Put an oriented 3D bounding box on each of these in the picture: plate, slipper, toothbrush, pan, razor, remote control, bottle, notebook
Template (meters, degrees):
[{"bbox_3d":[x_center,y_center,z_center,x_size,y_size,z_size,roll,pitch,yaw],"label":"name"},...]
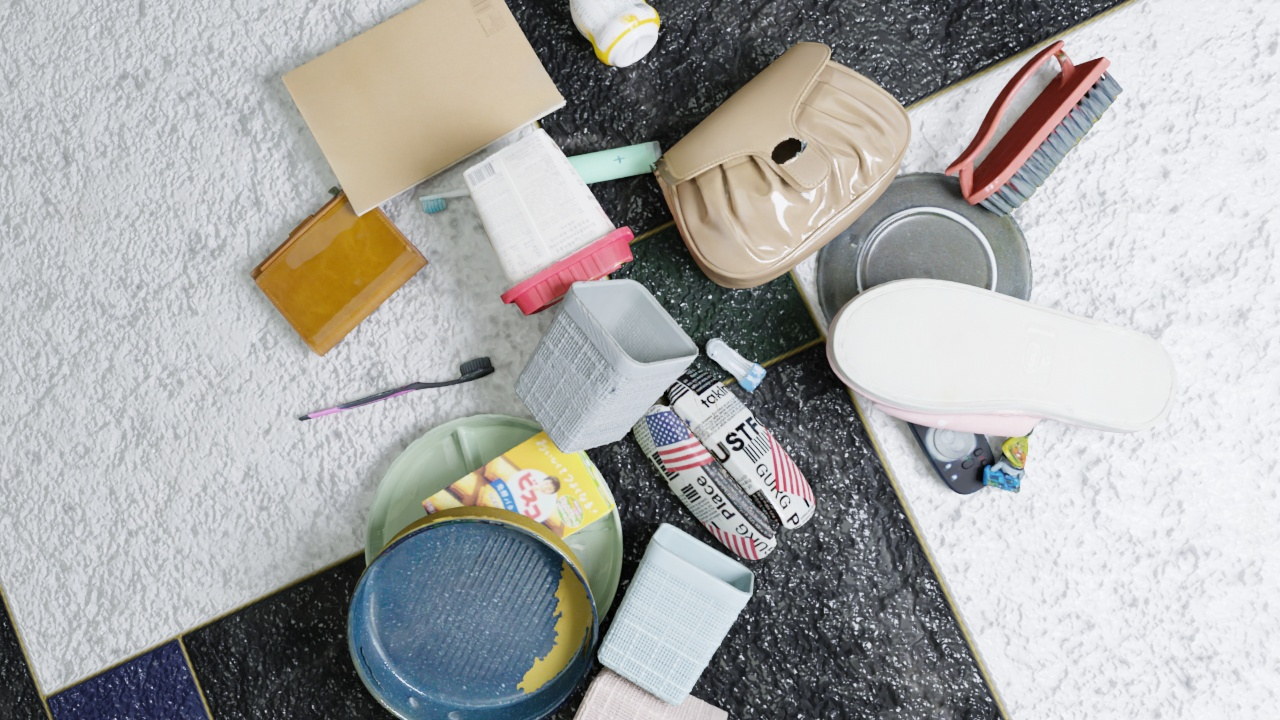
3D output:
[{"bbox_3d":[-0.128,0.161,0.804,0.230,0.027,0.230,0,87,7],"label":"plate"},{"bbox_3d":[0.280,0.002,0.724,0.274,0.054,0.114,8,81,-2],"label":"slipper"},{"bbox_3d":[-0.222,0.027,0.829,0.189,0.014,0.017,-15,76,7],"label":"toothbrush"},{"bbox_3d":[0.239,-0.072,0.771,0.179,0.024,0.179,0,88,7],"label":"plate"},{"bbox_3d":[-0.167,0.286,0.742,0.197,0.078,0.358,24,102,-9],"label":"pan"},{"bbox_3d":[-0.090,-0.162,0.814,0.224,0.026,0.027,-9,110,6],"label":"toothbrush"},{"bbox_3d":[0.316,0.037,0.754,0.042,0.022,0.142,18,83,-30],"label":"razor"},{"bbox_3d":[0.247,0.047,0.760,0.053,0.024,0.136,-30,95,-4],"label":"remote control"},{"bbox_3d":[-0.032,-0.311,0.795,0.063,0.063,0.108,-34,85,4],"label":"bottle"},{"bbox_3d":[-0.195,-0.243,0.823,0.211,0.012,0.149,-30,83,-4],"label":"notebook"}]

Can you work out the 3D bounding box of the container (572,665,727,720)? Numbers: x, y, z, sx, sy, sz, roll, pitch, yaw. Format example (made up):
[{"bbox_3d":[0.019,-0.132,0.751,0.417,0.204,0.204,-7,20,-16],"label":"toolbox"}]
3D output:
[{"bbox_3d":[0.001,0.312,0.753,0.111,0.090,0.090,26,91,10],"label":"container"}]

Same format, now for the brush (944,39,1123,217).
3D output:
[{"bbox_3d":[0.312,-0.187,0.745,0.069,0.063,0.146,40,92,-10],"label":"brush"}]

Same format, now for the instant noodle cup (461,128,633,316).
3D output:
[{"bbox_3d":[-0.079,-0.115,0.759,0.117,0.116,0.124,-28,94,5],"label":"instant noodle cup"}]

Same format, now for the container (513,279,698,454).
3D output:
[{"bbox_3d":[-0.033,0.007,0.735,0.090,0.090,0.115,50,122,22],"label":"container"}]

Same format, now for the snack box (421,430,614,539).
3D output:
[{"bbox_3d":[-0.103,0.122,0.773,0.140,0.033,0.087,-30,85,3],"label":"snack box"}]

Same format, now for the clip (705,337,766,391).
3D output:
[{"bbox_3d":[0.080,0.002,0.793,0.057,0.028,0.024,37,94,-2],"label":"clip"}]

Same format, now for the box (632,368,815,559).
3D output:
[{"bbox_3d":[0.067,0.089,0.780,0.162,0.075,0.086,49,126,3],"label":"box"}]

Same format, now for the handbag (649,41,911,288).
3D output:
[{"bbox_3d":[0.114,-0.160,0.752,0.204,0.100,0.148,-40,81,0],"label":"handbag"}]

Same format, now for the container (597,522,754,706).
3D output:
[{"bbox_3d":[0.027,0.208,0.753,0.090,0.090,0.111,29,93,8],"label":"container"}]

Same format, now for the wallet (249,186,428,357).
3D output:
[{"bbox_3d":[-0.279,-0.090,0.829,0.130,0.035,0.119,-42,82,0],"label":"wallet"}]
